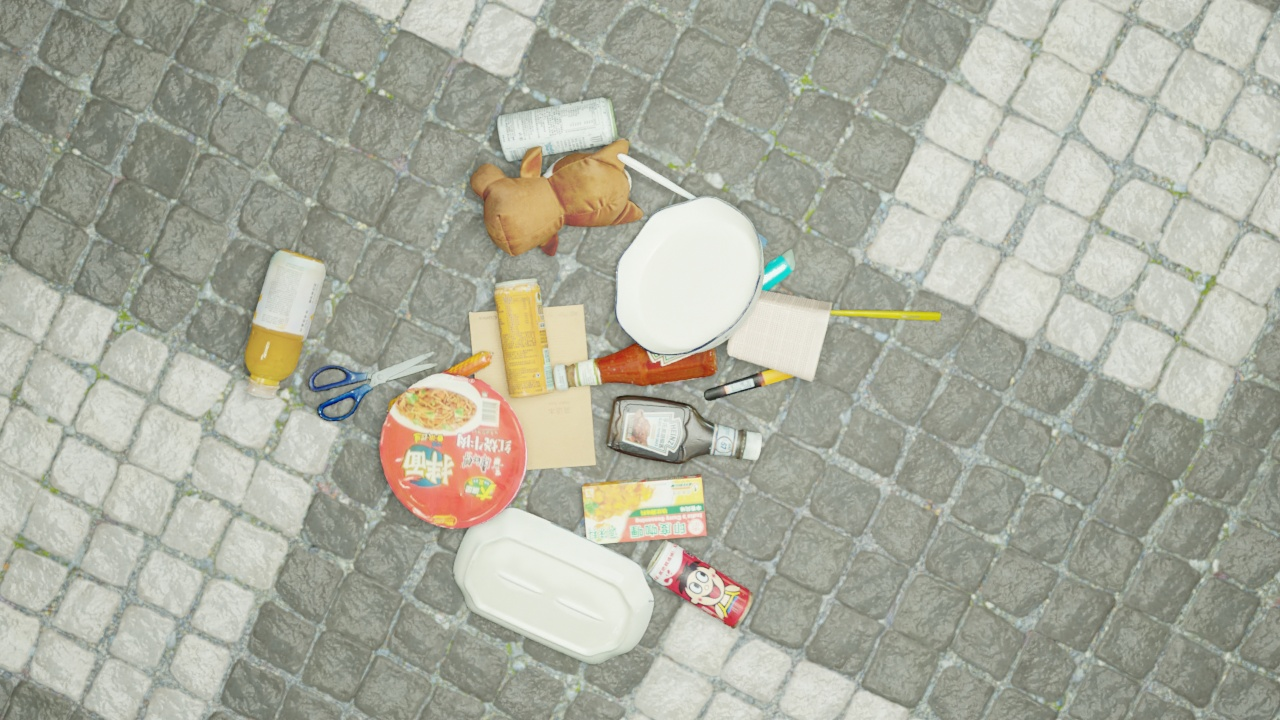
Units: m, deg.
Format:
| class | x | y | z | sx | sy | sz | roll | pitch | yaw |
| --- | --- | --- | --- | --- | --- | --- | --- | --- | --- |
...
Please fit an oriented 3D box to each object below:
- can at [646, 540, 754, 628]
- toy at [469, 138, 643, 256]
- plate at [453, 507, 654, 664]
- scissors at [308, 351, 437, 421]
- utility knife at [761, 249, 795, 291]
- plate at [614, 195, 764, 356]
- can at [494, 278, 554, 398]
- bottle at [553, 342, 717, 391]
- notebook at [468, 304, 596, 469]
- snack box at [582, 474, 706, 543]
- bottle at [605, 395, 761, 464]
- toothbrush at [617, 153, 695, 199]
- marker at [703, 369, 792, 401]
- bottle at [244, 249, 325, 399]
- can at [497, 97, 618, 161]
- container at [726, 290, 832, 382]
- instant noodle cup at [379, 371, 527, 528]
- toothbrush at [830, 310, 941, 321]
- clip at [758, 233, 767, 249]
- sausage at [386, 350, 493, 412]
| class | x | y | z | sx | sy | sz | roll | pitch | yaw |
| --- | --- | --- | --- | --- | --- | --- | --- | --- | --- |
| can | 0.076 | 0.286 | 1.175 | 0.133 | 0.053 | 0.053 | 32 | 92 | 0 |
| toy | -0.100 | -0.204 | 1.141 | 0.199 | 0.140 | 0.130 | -16 | 50 | 0 |
| plate | -0.115 | 0.297 | 1.177 | 0.266 | 0.034 | 0.162 | 25 | 102 | 1 |
| scissors | -0.346 | 0.035 | 1.199 | 0.173 | 0.012 | 0.125 | 9 | 91 | 0 |
| utility knife | 0.139 | -0.089 | 1.181 | 0.151 | 0.012 | 0.029 | -36 | 89 | 5 |
| plate | 0.062 | -0.098 | 1.120 | 0.205 | 0.045 | 0.204 | -13 | 66 | 30 |
| can | -0.147 | -0.027 | 1.156 | 0.058 | 0.058 | 0.146 | -8 | 92 | 2 |
| bottle | -0.007 | 0.007 | 1.164 | 0.206 | 0.060 | 0.060 | -9 | 92 | 1 |
| notebook | -0.140 | 0.036 | 1.194 | 0.149 | 0.012 | 0.211 | -4 | 93 | 1 |
| snack box | 0.005 | 0.192 | 1.187 | 0.156 | 0.027 | 0.077 | -5 | 93 | 2 |
| bottle | 0.056 | 0.094 | 1.175 | 0.195 | 0.044 | 0.080 | 10 | 93 | 0 |
| toothbrush | 0.046 | -0.216 | 1.136 | 0.180 | 0.016 | 0.016 | 23 | 83 | -29 |
| marker | 0.141 | 0.029 | 1.185 | 0.124 | 0.015 | 0.018 | -17 | 96 | 5 |
| bottle | -0.459 | -0.045 | 1.170 | 0.068 | 0.068 | 0.189 | 18 | 92 | 1 |
| can | -0.104 | -0.292 | 1.157 | 0.147 | 0.058 | 0.058 | -10 | 92 | 2 |
| container | 0.172 | -0.037 | 1.136 | 0.111 | 0.089 | 0.090 | 15 | 106 | 10 |
| instant noodle cup | -0.227 | 0.111 | 1.162 | 0.194 | 0.065 | 0.194 | 1 | 94 | 12 |
| toothbrush | 0.288 | -0.056 | 1.176 | 0.190 | 0.015 | 0.016 | 1 | 96 | 1 |
| clip | 0.140 | -0.136 | 1.177 | 0.027 | 0.045 | 0.058 | 31 | 98 | -1 |
| sausage | -0.259 | 0.029 | 1.184 | 0.165 | 0.021 | 0.021 | -27 | 91 | 9 |
